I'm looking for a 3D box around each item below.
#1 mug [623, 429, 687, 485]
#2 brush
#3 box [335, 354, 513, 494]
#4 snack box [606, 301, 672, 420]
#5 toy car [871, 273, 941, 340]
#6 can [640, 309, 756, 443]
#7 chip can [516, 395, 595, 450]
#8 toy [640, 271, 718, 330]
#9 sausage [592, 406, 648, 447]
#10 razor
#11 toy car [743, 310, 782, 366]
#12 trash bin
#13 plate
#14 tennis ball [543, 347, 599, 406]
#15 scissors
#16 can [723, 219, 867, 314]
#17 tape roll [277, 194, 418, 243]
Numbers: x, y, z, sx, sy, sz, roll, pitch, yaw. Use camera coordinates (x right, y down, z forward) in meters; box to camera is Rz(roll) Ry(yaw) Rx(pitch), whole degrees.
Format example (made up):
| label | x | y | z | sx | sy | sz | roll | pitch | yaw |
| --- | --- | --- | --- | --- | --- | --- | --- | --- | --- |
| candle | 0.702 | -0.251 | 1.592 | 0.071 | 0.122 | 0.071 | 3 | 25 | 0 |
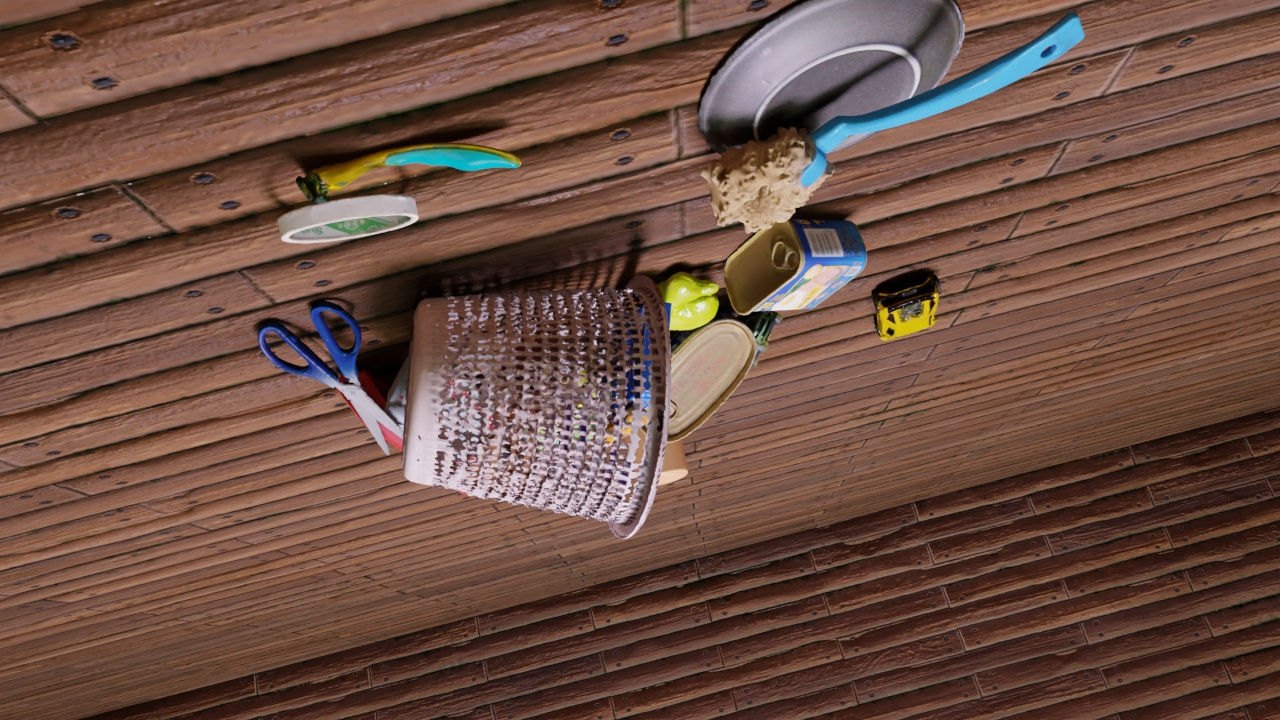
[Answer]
| label | x | y | z | sx | sy | sz | roll | pitch | yaw |
| --- | --- | --- | --- | --- | --- | --- | --- | --- | --- |
| mug | 0.011 | 0.081 | 1.067 | 0.078 | 0.122 | 0.078 | -12 | 161 | -5 |
| brush | 0.148 | -0.147 | 0.583 | 0.255 | 0.045 | 0.083 | -21 | 156 | 30 |
| box | -0.194 | 0.055 | 0.904 | 0.098 | 0.095 | 0.201 | -43 | 146 | -6 |
| snack box | -0.005 | 0.005 | 0.869 | 0.026 | 0.084 | 0.157 | 8 | 165 | -13 |
| toy car | 0.301 | -0.053 | 1.034 | 0.071 | 0.041 | 0.156 | -17 | 161 | 8 |
| can | 0.052 | 0.015 | 0.926 | 0.148 | 0.074 | 0.049 | -49 | -163 | 7 |
| chip can | -0.023 | 0.040 | 0.987 | 0.221 | 0.072 | 0.073 | -18 | 161 | -4 |
| toy | 0.039 | -0.052 | 0.861 | 0.097 | 0.031 | 0.100 | -16 | 157 | 33 |
| sausage | -0.021 | 0.065 | 0.889 | 0.021 | 0.021 | 0.165 | -8 | 169 | -18 |
| razor | -0.140 | -0.118 | 0.564 | 0.132 | 0.028 | 0.043 | -10 | 179 | -2 |
| toy car | 0.122 | -0.025 | 0.975 | 0.036 | 0.043 | 0.091 | 30 | 161 | 1 |
| trash bin | -0.096 | 0.031 | 0.766 | 0.192 | 0.227 | 0.228 | 5 | 155 | -15 |
| plate | 0.127 | -0.176 | 0.605 | 0.179 | 0.024 | 0.180 | -13 | 160 | -5 |
| tennis ball | -0.069 | 0.017 | 0.924 | 0.065 | 0.065 | 0.065 | -13 | 160 | -5 |
| scissors | -0.238 | 0.016 | 0.768 | 0.170 | 0.012 | 0.142 | 28 | 123 | -25 |
| can | 0.137 | -0.084 | 0.814 | 0.083 | 0.057 | 0.102 | -5 | 158 | -33 |
| tape roll | -0.185 | -0.090 | 0.584 | 0.086 | 0.014 | 0.086 | -11 | -177 | 0 |
